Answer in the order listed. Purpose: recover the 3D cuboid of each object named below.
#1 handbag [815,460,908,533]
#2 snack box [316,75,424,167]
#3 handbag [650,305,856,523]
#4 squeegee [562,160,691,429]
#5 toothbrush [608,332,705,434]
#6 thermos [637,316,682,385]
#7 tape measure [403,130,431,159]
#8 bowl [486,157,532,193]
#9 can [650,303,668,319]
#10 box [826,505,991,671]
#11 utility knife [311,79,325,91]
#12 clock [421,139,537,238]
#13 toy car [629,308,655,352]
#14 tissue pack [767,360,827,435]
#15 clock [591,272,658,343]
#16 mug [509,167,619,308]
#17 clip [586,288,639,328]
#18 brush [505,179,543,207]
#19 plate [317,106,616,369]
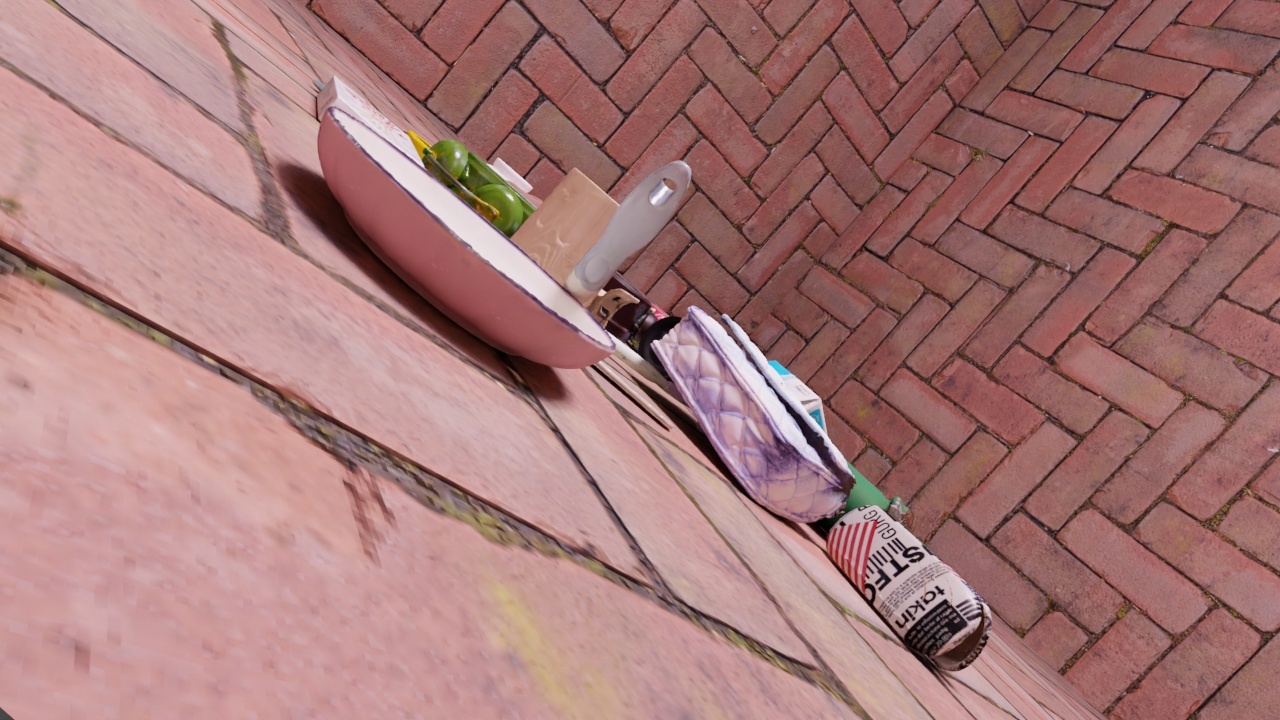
[{"bbox_3d":[0.189,0.120,0.888,0.131,0.068,0.120,43,-11,2],"label":"handbag"},{"bbox_3d":[-0.232,-0.197,0.780,0.084,0.027,0.156,39,6,-28],"label":"snack box"},{"bbox_3d":[0.098,0.043,0.794,0.134,0.076,0.193,34,19,-51],"label":"handbag"},{"bbox_3d":[-0.031,-0.054,0.581,0.246,0.039,0.247,41,-29,-6],"label":"squeegee"},{"bbox_3d":[-0.005,0.005,0.821,0.189,0.020,0.029,39,-1,-15],"label":"toothbrush"},{"bbox_3d":[0.085,0.018,1.032,0.069,0.089,0.242,-6,-23,29],"label":"thermos"},{"bbox_3d":[-0.218,-0.201,0.917,0.060,0.029,0.057,43,4,16],"label":"tape measure"},{"bbox_3d":[-0.158,-0.182,1.004,0.118,0.065,0.118,40,5,-5],"label":"bowl"},{"bbox_3d":[0.033,-0.018,1.109,0.053,0.053,0.132,37,6,-39],"label":"can"},{"bbox_3d":[0.217,0.178,0.728,0.077,0.075,0.163,46,0,-27],"label":"box"},{"bbox_3d":[-0.280,-0.245,0.943,0.031,0.019,0.178,49,2,14],"label":"utility knife"},{"bbox_3d":[-0.136,-0.136,0.808,0.116,0.056,0.161,42,5,19],"label":"clock"},{"bbox_3d":[0.008,-0.028,1.063,0.036,0.043,0.091,57,2,-41],"label":"toy car"},{"bbox_3d":[0.153,0.072,0.993,0.090,0.063,0.140,47,-20,51],"label":"tissue pack"},{"bbox_3d":[-0.023,-0.056,0.991,0.122,0.055,0.082,36,6,-25],"label":"clock"},{"bbox_3d":[-0.059,-0.093,0.753,0.084,0.103,0.124,40,5,-13],"label":"mug"},{"bbox_3d":[-0.034,-0.047,0.773,0.034,0.060,0.097,35,8,-22],"label":"clip"},{"bbox_3d":[-0.095,-0.124,0.914,0.145,0.063,0.073,41,-23,20],"label":"brush"},{"bbox_3d":[-0.097,-0.056,0.490,0.192,0.039,0.192,41,4,-4],"label":"plate"}]
